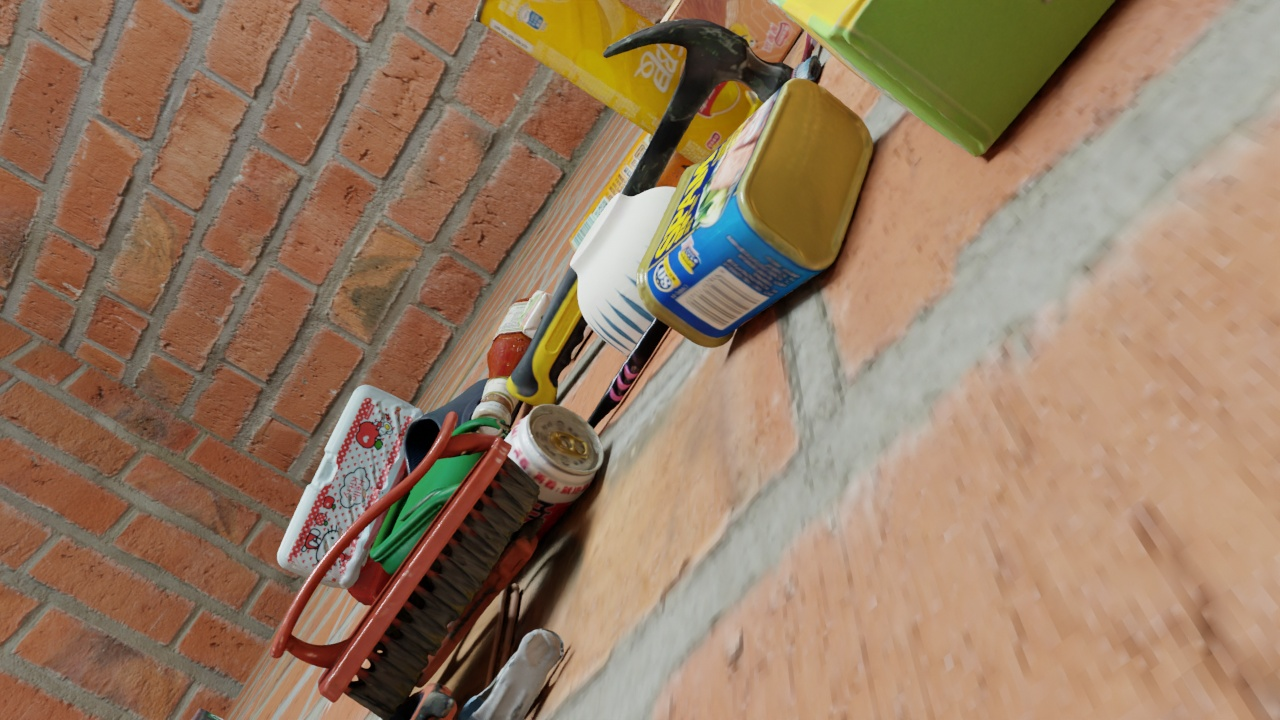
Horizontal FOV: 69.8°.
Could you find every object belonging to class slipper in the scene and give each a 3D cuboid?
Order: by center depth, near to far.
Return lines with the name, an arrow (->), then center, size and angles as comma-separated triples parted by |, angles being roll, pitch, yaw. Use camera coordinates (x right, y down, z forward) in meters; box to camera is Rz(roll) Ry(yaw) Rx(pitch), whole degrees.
slipper -> -0.191, 0.088, 0.904 | 0.111, 0.083, 0.267 | -45, 19, 38

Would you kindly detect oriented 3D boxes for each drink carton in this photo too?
drink carton -> -0.082, -0.033, 0.847 | 0.045, 0.053, 0.122 | -58, 12, -1

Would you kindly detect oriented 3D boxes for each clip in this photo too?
clip -> -0.052, 0.138, 0.386 | 0.058, 0.027, 0.043 | -55, 5, -6

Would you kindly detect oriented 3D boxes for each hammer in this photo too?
hammer -> -0.021, -0.097, 0.680 | 0.324, 0.126, 0.031 | -58, 11, 26

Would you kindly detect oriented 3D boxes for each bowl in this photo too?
bowl -> -0.004, -0.068, 0.610 | 0.117, 0.066, 0.116 | -53, 13, 17

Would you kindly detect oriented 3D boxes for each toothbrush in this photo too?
toothbrush -> -0.003, 0.003, 0.555 | 0.189, 0.014, 0.018 | -56, 22, 3
toothbrush -> 0.128, -0.239, 0.647 | 0.017, 0.016, 0.187 | -34, 25, 42

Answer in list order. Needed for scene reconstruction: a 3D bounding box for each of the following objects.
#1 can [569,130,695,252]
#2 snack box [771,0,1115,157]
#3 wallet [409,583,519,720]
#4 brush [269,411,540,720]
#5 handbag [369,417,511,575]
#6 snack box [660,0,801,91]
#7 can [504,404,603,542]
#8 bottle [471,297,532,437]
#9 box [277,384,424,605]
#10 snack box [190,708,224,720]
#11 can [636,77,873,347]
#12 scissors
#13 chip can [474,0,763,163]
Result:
can -> -0.001, -0.145, 0.800 | 0.146, 0.058, 0.058 | -52, 13, 20
snack box -> 0.133, -0.182, 0.360 | 0.158, 0.070, 0.209 | -52, 14, 21
wallet -> -0.104, 0.183, 0.486 | 0.115, 0.020, 0.101 | -51, 14, 14
brush -> -0.110, 0.095, 0.449 | 0.145, 0.069, 0.063 | -56, 8, -23
handbag -> -0.146, 0.114, 0.721 | 0.120, 0.068, 0.131 | -45, 14, 17
snack box -> 0.065, -0.267, 0.768 | 0.077, 0.094, 0.092 | -56, 12, 7
can -> -0.077, 0.086, 0.535 | 0.133, 0.053, 0.053 | -50, 14, 30
bottle -> -0.124, 0.006, 0.901 | 0.060, 0.060, 0.205 | -50, 15, 28
box -> -0.270, 0.141, 0.944 | 0.074, 0.154, 0.200 | 1, 61, 32
snack box -> -0.244, 0.272, 0.571 | 0.053, 0.113, 0.126 | -60, 13, -16
can -> 0.052, -0.067, 0.418 | 0.083, 0.057, 0.101 | -36, 25, 53
scissors -> -0.118, 0.171, 0.470 | 0.226, 0.015, 0.188 | -42, 13, 52
chip can -> -0.013, -0.220, 0.675 | 0.072, 0.213, 0.072 | -56, 12, 18
